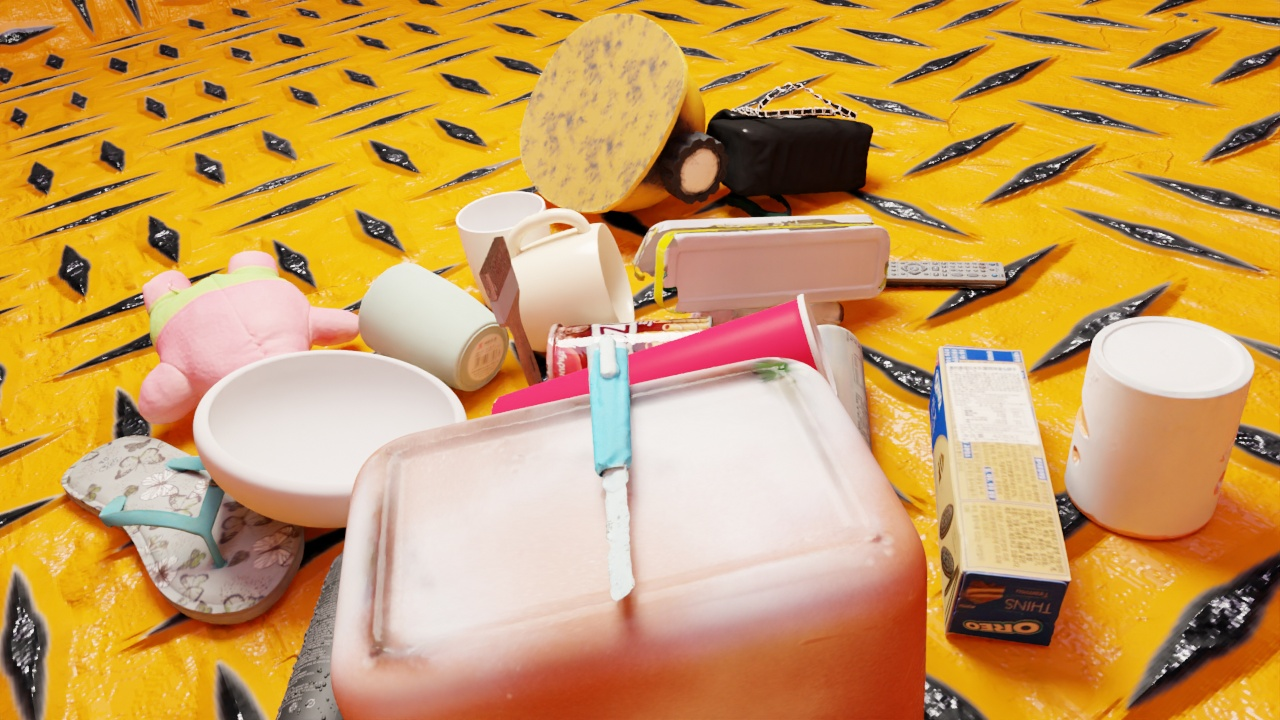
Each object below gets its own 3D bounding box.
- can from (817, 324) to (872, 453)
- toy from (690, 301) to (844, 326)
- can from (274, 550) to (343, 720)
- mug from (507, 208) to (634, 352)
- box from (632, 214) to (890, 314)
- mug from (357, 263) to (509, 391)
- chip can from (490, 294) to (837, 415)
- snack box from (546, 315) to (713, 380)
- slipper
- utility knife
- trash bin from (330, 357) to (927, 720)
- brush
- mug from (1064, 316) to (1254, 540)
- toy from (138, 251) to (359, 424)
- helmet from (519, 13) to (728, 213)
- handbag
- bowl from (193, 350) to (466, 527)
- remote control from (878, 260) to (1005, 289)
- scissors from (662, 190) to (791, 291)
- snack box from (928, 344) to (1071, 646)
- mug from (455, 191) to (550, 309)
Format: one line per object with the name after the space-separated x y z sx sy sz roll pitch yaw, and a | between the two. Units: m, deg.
0.129 0.031 0.632 0.054 0.054 0.135 -1 36 11 | can
0.102 -0.043 0.758 0.122 0.038 0.079 -10 31 -16 | toy
-0.162 0.163 0.512 0.054 0.054 0.137 -6 35 4 | can
-0.071 -0.066 0.760 0.100 0.120 0.096 -14 29 12 | mug
0.100 -0.080 0.718 0.209 0.067 0.070 -7 40 -24 | box
-0.174 -0.011 0.752 0.104 0.084 0.111 28 76 26 | mug
0.013 0.024 0.609 0.221 0.069 0.069 -18 33 15 | chip can
-0.004 0.004 0.687 0.121 0.072 0.072 -3 35 8 | snack box
-0.329 0.095 0.651 0.269 0.055 0.098 20 42 37 | slipper
-0.015 0.039 0.412 0.022 0.015 0.176 -8 33 3 | utility knife
-0.003 0.117 0.451 0.259 0.157 0.181 -11 35 -4 | trash bin
-0.091 -0.022 0.681 0.008 0.143 0.045 -2 44 12 | brush
0.299 0.039 0.536 0.082 0.105 0.082 -6 34 4 | mug
-0.322 -0.005 0.766 0.191 0.097 0.237 -27 52 -28 | toy
-0.005 -0.238 0.967 0.131 0.205 0.255 19 17 -43 | helmet
0.147 -0.236 0.944 0.153 0.115 0.125 -10 27 -20 | handbag
-0.212 0.063 0.638 0.176 0.066 0.176 9 28 -5 | bowl
0.241 -0.075 0.793 0.137 0.013 0.033 1 36 14 | remote control
0.100 -0.126 0.900 0.201 0.015 0.203 -16 33 -8 | scissors
0.210 0.071 0.556 0.056 0.057 0.206 4 36 12 | snack box
-0.127 -0.106 0.857 0.080 0.088 0.114 -22 37 -18 | mug
